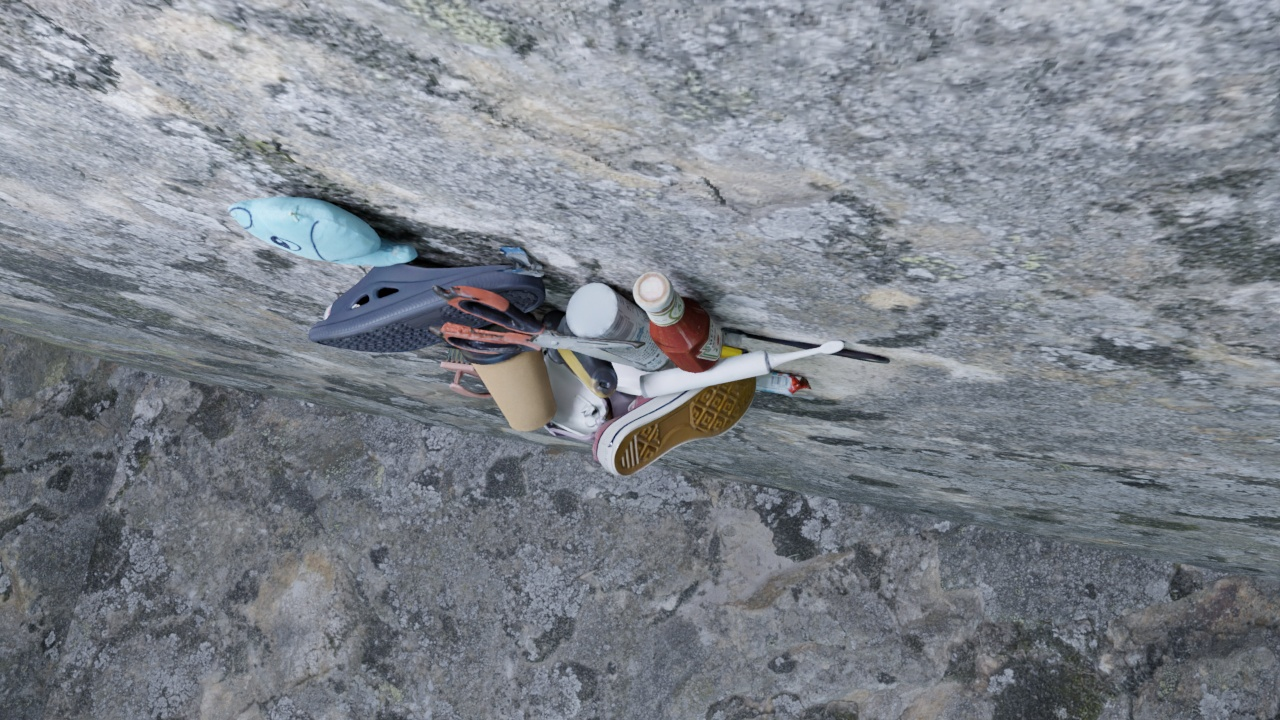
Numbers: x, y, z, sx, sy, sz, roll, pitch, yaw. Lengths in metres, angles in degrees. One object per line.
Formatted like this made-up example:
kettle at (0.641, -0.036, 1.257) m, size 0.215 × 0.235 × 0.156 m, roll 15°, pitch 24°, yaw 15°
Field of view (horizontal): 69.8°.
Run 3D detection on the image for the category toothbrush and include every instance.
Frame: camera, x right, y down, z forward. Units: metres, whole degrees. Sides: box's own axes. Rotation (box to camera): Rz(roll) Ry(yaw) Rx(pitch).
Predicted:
toothbrush at (0.174, -0.012, 0.975) m, size 0.181 × 0.018 × 0.016 m, roll 9°, pitch 166°, yaw 5°
toothbrush at (0.106, 0.007, 0.972) m, size 0.221 × 0.026 × 0.026 m, roll -12°, pitch 177°, yaw 17°

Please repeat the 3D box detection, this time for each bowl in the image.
bowl at (-0.007, 0.007, 1.125) m, size 0.118 × 0.064 × 0.118 m, roll 11°, pitch 170°, yaw 2°

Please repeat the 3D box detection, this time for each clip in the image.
clip at (-0.110, -0.088, 0.861) m, size 0.027 × 0.044 × 0.058 m, roll 0°, pitch 175°, yaw 24°

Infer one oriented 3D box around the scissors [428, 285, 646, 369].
scissors at (-0.107, -0.025, 0.888) m, size 0.224 × 0.015 × 0.189 m, roll 31°, pitch 149°, yaw -33°

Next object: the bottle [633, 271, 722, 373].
bottle at (0.035, -0.037, 0.880) m, size 0.060 × 0.059 × 0.206 m, roll 8°, pitch 168°, yaw 16°

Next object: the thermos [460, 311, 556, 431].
thermos at (-0.146, 0.010, 1.060) m, size 0.093 × 0.092 × 0.143 m, roll 5°, pitch 133°, yaw 28°

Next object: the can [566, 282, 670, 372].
can at (-0.018, -0.031, 0.955) m, size 0.058 × 0.058 × 0.146 m, roll 6°, pitch 168°, yaw 28°

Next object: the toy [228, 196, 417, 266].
toy at (-0.282, -0.113, 0.828) m, size 0.161 × 0.049 × 0.156 m, roll 9°, pitch 172°, yaw -15°

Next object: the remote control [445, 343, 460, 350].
remote control at (-0.186, -0.016, 1.196) m, size 0.136 × 0.024 × 0.053 m, roll 11°, pitch 172°, yaw -31°

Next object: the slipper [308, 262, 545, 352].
slipper at (-0.222, -0.069, 0.954) m, size 0.269 × 0.083 × 0.110 m, roll -14°, pitch 164°, yaw 22°

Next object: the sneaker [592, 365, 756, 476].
sneaker at (0.033, 0.055, 1.069) m, size 0.240 × 0.118 × 0.088 m, roll -25°, pitch -142°, yaw -33°

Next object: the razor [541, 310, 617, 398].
razor at (-0.064, -0.005, 0.997) m, size 0.062 × 0.068 × 0.167 m, roll 21°, pitch -165°, yaw -28°

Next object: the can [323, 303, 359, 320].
can at (-0.356, -0.053, 1.199) m, size 0.133 × 0.053 × 0.053 m, roll 3°, pitch 166°, yaw 39°

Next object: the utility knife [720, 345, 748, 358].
utility knife at (0.044, -0.020, 1.064) m, size 0.177 × 0.015 × 0.033 m, roll 12°, pitch 170°, yaw -8°

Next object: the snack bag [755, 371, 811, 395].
snack bag at (0.161, 0.027, 1.159) m, size 0.105 × 0.026 × 0.045 m, roll 7°, pitch 178°, yaw 25°

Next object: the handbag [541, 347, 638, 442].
handbag at (-0.063, 0.056, 1.206) m, size 0.145 × 0.098 × 0.196 m, roll 29°, pitch -175°, yaw 24°

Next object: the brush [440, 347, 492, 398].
brush at (-0.249, 0.026, 1.451) m, size 0.063 × 0.073 × 0.145 m, roll 5°, pitch 169°, yaw 27°
